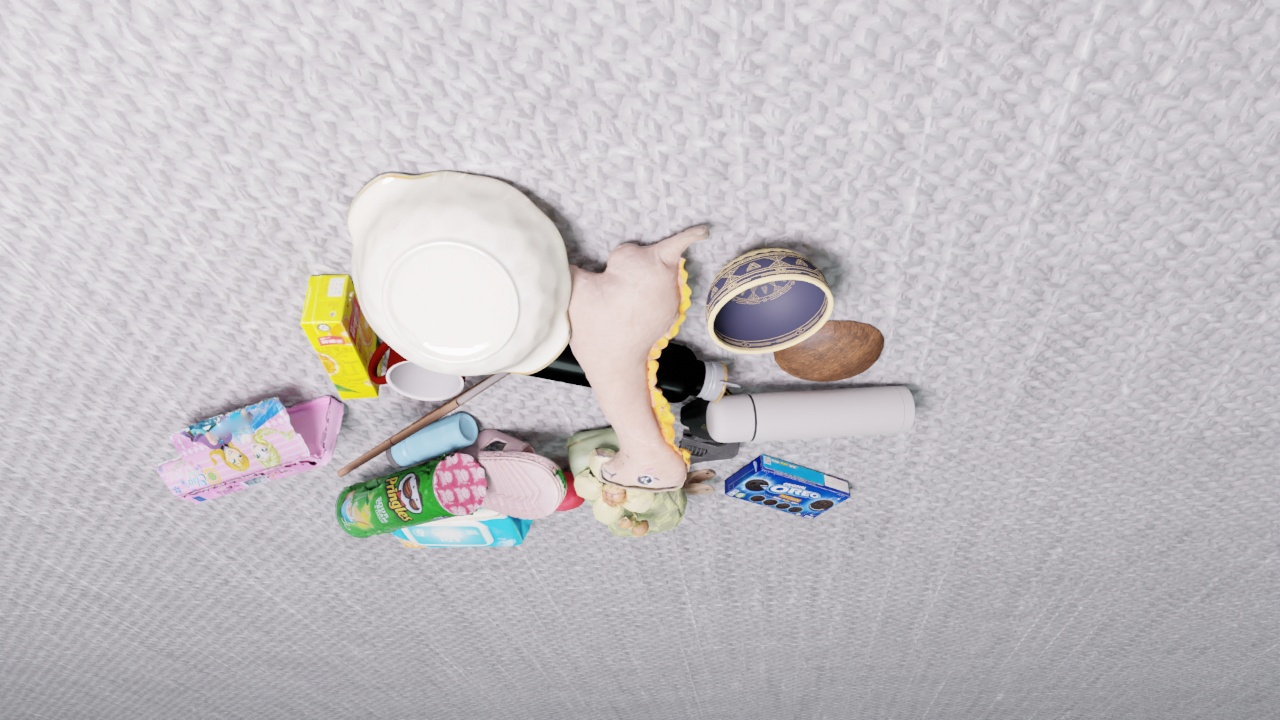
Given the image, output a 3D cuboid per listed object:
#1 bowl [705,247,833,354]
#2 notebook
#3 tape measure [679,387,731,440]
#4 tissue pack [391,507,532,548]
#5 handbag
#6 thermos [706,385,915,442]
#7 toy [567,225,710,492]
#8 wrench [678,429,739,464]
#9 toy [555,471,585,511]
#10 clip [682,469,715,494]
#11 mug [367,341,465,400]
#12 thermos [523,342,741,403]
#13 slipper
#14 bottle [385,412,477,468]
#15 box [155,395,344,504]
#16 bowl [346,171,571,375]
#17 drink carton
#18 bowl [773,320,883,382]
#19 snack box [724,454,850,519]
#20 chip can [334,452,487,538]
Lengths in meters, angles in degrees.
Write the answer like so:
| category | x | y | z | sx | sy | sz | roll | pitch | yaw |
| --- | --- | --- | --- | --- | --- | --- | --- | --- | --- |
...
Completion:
| category | x | y | z | sx | sy | sz | roll | pitch | yaw |
| --- | --- | --- | --- | --- | --- | --- | --- | --- | --- |
| bowl | 0.111 | -0.063 | 0.826 | 0.112 | 0.061 | 0.113 | -7 | 147 | -5 |
| notebook | -0.212 | 0.055 | 0.962 | 0.210 | 0.141 | 0.008 | -28 | 96 | 36 |
| tape measure | 0.085 | 0.067 | 1.048 | 0.067 | 0.038 | 0.062 | -23 | 141 | 30 |
| tissue pack | -0.260 | 0.207 | 1.239 | 0.209 | 0.066 | 0.117 | -2 | 146 | 7 |
| handbag | -0.010 | 0.156 | 1.098 | 0.113 | 0.116 | 0.186 | -13 | 128 | 15 |
| thermos | 0.183 | 0.059 | 0.996 | 0.224 | 0.052 | 0.052 | -3 | 147 | -10 |
| toy | 0.013 | 0.013 | 0.862 | 0.196 | 0.065 | 0.264 | -17 | 117 | 16 |
| wrench | 0.029 | 0.142 | 1.179 | 0.073 | 0.018 | 0.274 | 28 | 140 | -23 |
| toy | -0.103 | 0.165 | 1.173 | 0.135 | 0.045 | 0.092 | -5 | -171 | -15 |
| clip | 0.070 | 0.168 | 1.199 | 0.061 | 0.043 | 0.025 | -23 | 139 | 22 |
| mug | -0.217 | -0.011 | 0.888 | 0.106 | 0.082 | 0.073 | -14 | 144 | 20 |
| thermos | -0.006 | 0.005 | 0.933 | 0.231 | 0.061 | 0.061 | 11 | 145 | -17 |
| slipper | -0.174 | 0.132 | 1.106 | 0.240 | 0.064 | 0.094 | -1 | 124 | 37 |
| bottle | -0.253 | 0.098 | 1.092 | 0.130 | 0.040 | 0.040 | -20 | 142 | 28 |
| box | -0.458 | 0.090 | 1.042 | 0.231 | 0.085 | 0.096 | -17 | 141 | 24 |
| bowl | -0.154 | -0.058 | 0.766 | 0.189 | 0.060 | 0.219 | -41 | 111 | 20 |
| drink carton | -0.288 | -0.021 | 0.896 | 0.043 | 0.058 | 0.135 | -3 | 146 | 0 |
| bowl | 0.197 | -0.002 | 0.955 | 0.114 | 0.026 | 0.102 | -2 | 147 | 3 |
| snack box | 0.195 | 0.169 | 1.212 | 0.150 | 0.027 | 0.082 | 18 | 142 | -25 |
| chip can | -0.279 | 0.164 | 1.096 | 0.224 | 0.075 | 0.075 | -18 | 144 | 40 |
